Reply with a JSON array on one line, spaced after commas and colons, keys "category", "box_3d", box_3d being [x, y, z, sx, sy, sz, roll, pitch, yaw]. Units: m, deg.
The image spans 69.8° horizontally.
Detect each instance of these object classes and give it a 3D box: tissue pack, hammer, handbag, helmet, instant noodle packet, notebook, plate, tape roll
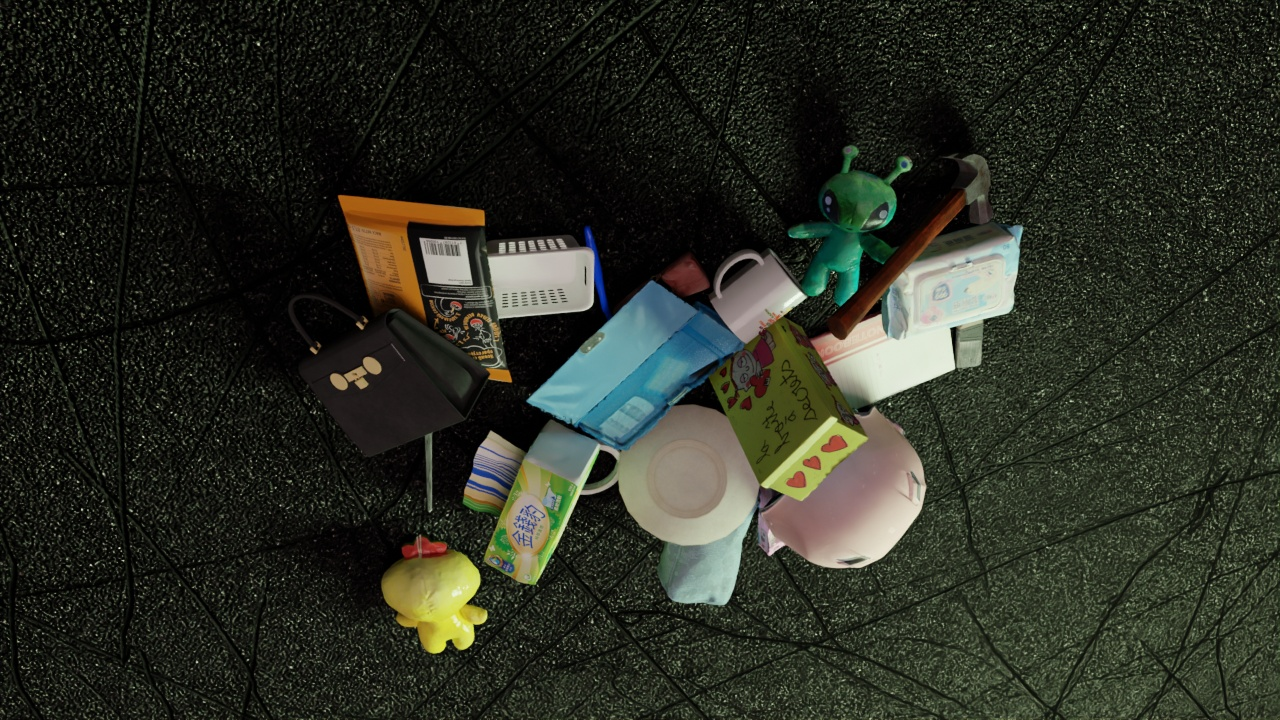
[{"category": "tissue pack", "box_3d": [-0.156, 0.170, 1.188, 0.141, 0.120, 0.198, 26, 115, 2]}, {"category": "hammer", "box_3d": [0.303, -0.127, 1.021, 0.299, 0.028, 0.111, -44, 131, -24]}, {"category": "handbag", "box_3d": [0.019, -0.081, 1.085, 0.120, 0.029, 0.055, -27, 135, 14]}, {"category": "helmet", "box_3d": [0.297, 0.186, 1.250, 0.230, 0.152, 0.255, -53, 152, 1]}, {"category": "instant noodle packet", "box_3d": [-0.227, -0.072, 0.985, 0.160, 0.032, 0.221, 8, 130, 14]}, {"category": "notebook", "box_3d": [0.318, -0.004, 1.234, 0.209, 0.012, 0.153, -22, 130, 2]}, {"category": "handbag", "box_3d": [-0.299, -0.002, 1.000, 0.176, 0.072, 0.196, -21, 123, 36]}, {"category": "plate", "box_3d": [0.062, 0.154, 1.205, 0.189, 0.027, 0.189, 1, 95, 8]}, {"category": "tape roll", "box_3d": [-0.069, 0.145, 1.243, 0.093, 0.013, 0.093, -8, 128, -10]}, {"category": "tissue pack", "box_3d": [0.386, -0.098, 1.135, 0.182, 0.070, 0.112, -14, 121, -4]}, {"category": "handbag", "box_3d": [0.089, 0.241, 1.291, 0.121, 0.118, 0.192, 8, 100, -22]}]

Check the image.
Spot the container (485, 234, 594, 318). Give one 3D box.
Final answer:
[{"category": "container", "box_3d": [-0.119, -0.096, 1.015, 0.129, 0.049, 0.081, -6, 128, -11]}]

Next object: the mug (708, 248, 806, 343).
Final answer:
[{"category": "mug", "box_3d": [0.130, -0.085, 1.078, 0.090, 0.073, 0.105, -38, 128, 15]}]

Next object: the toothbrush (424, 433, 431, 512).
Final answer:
[{"category": "toothbrush", "box_3d": [-0.240, 0.103, 1.054, 0.010, 0.181, 0.010, -34, 132, 18]}]

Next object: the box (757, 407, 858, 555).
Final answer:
[{"category": "box", "box_3d": [0.239, 0.171, 1.321, 0.159, 0.035, 0.231, -27, 139, -21]}]

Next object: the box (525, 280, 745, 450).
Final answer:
[{"category": "box", "box_3d": [-0.007, 0.007, 1.128, 0.232, 0.033, 0.174, -41, 129, 22]}]

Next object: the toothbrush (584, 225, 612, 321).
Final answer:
[{"category": "toothbrush", "box_3d": [-0.049, -0.079, 1.071, 0.018, 0.016, 0.183, -11, 130, 0]}]

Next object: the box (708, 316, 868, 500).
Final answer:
[{"category": "box", "box_3d": [0.168, 0.047, 1.098, 0.081, 0.220, 0.125, 26, 119, -30]}]

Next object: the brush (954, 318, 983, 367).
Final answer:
[{"category": "brush", "box_3d": [0.443, -0.047, 1.234, 0.039, 0.012, 0.151, -16, 130, -2]}]

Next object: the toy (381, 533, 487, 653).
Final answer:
[{"category": "toy", "box_3d": [-0.287, 0.336, 1.284, 0.134, 0.092, 0.208, -10, 132, -4]}]

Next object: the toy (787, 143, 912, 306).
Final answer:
[{"category": "toy", "box_3d": [0.241, -0.153, 1.061, 0.131, 0.072, 0.194, 20, 126, 12]}]
